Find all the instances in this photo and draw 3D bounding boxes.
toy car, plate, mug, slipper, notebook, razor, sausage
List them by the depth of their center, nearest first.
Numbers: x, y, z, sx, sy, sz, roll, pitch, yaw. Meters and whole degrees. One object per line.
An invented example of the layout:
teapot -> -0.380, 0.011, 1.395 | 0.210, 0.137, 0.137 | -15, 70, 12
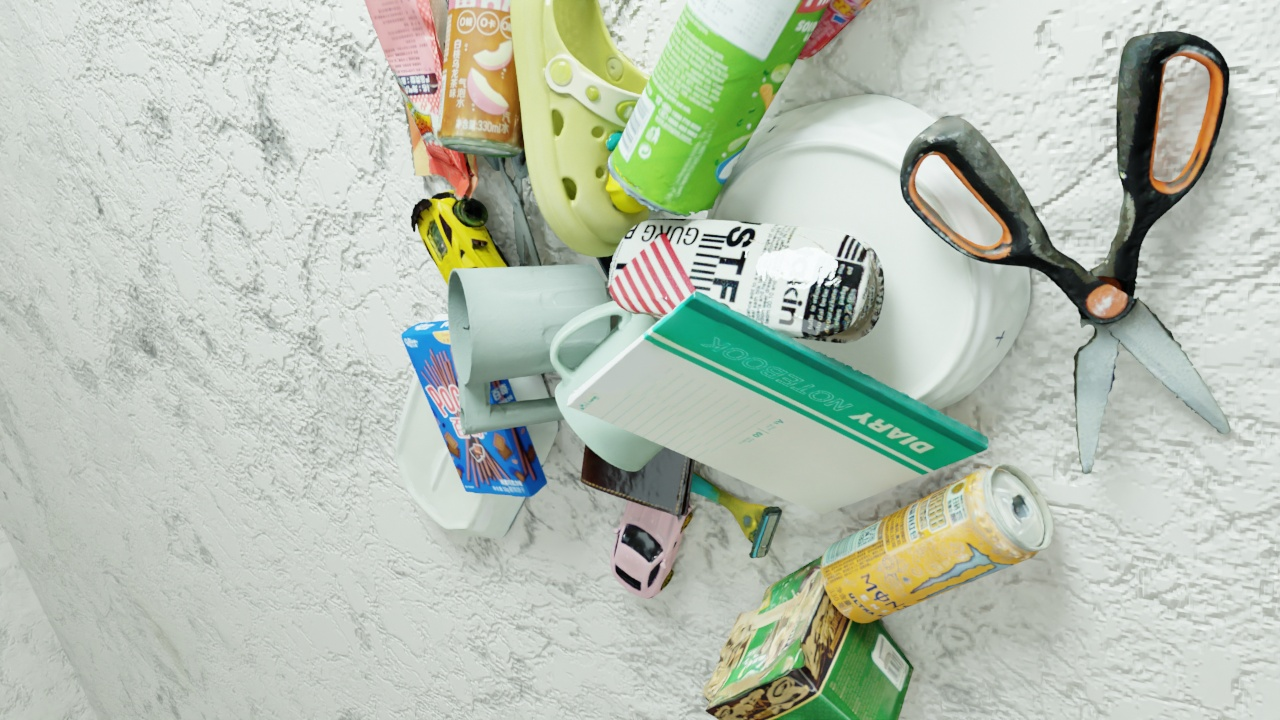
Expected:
sausage -> 0.128, -0.210, 0.478 | 0.020, 0.020, 0.156 | 53, 134, 4
plate -> 0.121, -0.052, 0.551 | 0.205, 0.045, 0.205 | 19, 124, 31
notebook -> 0.079, 0.036, 0.559 | 0.209, 0.012, 0.151 | 25, 146, -20
slipper -> -0.027, -0.160, 0.584 | 0.082, 0.091, 0.190 | 0, 109, 36
mug -> -0.004, 0.004, 0.628 | 0.111, 0.082, 0.106 | 38, 110, -21
mug -> -0.083, -0.010, 0.677 | 0.084, 0.103, 0.124 | -141, 48, -61
razor -> 0.046, 0.101, 0.705 | 0.133, 0.028, 0.043 | 25, 115, 28
toy car -> -0.128, -0.066, 0.740 | 0.156, 0.041, 0.071 | 56, 145, -2
toy car -> 0.005, 0.149, 0.760 | 0.056, 0.037, 0.123 | 30, 128, 21
plate -> -0.168, 0.072, 0.858 | 0.162, 0.034, 0.267 | 42, 132, 14

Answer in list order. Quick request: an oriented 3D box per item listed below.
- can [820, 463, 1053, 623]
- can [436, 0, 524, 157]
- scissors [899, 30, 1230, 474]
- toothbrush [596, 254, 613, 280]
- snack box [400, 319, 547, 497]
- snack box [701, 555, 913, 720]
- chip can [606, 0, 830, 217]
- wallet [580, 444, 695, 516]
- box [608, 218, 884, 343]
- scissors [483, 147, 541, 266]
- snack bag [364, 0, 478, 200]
can -> 0.183, 0.119, 0.583 | 0.058, 0.058, 0.146 | 52, 134, 4
can -> -0.098, -0.211, 0.600 | 0.058, 0.057, 0.147 | 10, 96, 35
scissors -> 0.229, -0.052, 0.454 | 0.221, 0.021, 0.224 | 28, 116, 1
toothbrush -> -0.058, -0.147, 0.659 | 0.212, 0.026, 0.027 | 62, 167, -2
snack box -> -0.140, 0.041, 0.771 | 0.085, 0.026, 0.157 | -3, 114, 39
snack box -> 0.128, 0.227, 0.660 | 0.105, 0.118, 0.118 | 41, 134, -3
chip can -> 0.061, -0.189, 0.486 | 0.072, 0.072, 0.237 | 41, 124, 15
wallet -> 0.001, 0.049, 0.701 | 0.096, 0.020, 0.122 | 15, 106, 27
box -> 0.064, -0.049, 0.542 | 0.164, 0.079, 0.074 | 7, 82, 35
scissors -> -0.094, -0.128, 0.694 | 0.172, 0.014, 0.160 | 57, 151, 8
snack bag -> -0.161, -0.226, 0.666 | 0.129, 0.073, 0.208 | 33, 138, 55
